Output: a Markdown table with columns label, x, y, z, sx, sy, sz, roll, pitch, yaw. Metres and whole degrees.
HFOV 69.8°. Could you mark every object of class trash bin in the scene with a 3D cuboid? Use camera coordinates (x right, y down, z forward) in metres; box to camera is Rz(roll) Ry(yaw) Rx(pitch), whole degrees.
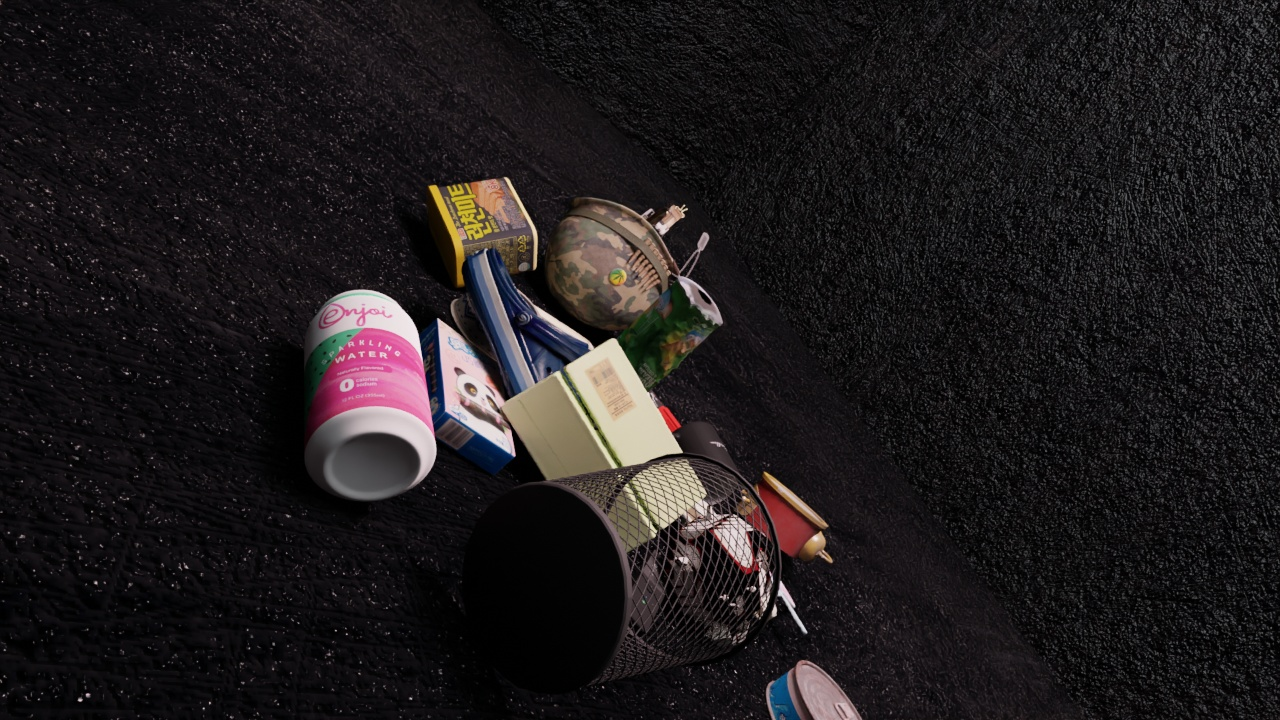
| label | x | y | z | sx | sy | sz | roll | pitch | yaw |
| --- | --- | --- | --- | --- | --- | --- | --- | --- | --- |
| trash bin | -0.016 | 0.165 | 0.721 | 0.184 | 0.184 | 0.209 | 55 | 22 | 23 |

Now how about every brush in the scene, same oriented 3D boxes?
| label | x | y | z | sx | sy | sz | roll | pitch | yaw |
| --- | --- | --- | --- | --- | --- | --- | --- | --- | --- |
| brush | -0.131 | -0.060 | 1.256 | 0.217 | 0.012 | 0.033 | 34 | 21 | -47 |

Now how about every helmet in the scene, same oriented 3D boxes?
| label | x | y | z | sx | sy | sz | roll | pitch | yaw |
| --- | --- | --- | --- | --- | --- | --- | --- | --- | --- |
| helmet | -0.023 | -0.154 | 1.366 | 0.224 | 0.236 | 0.193 | 32 | -14 | -19 |

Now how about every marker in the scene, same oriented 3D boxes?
| label | x | y | z | sx | sy | sz | roll | pitch | yaw |
| --- | --- | --- | --- | --- | --- | --- | --- | --- | --- |
| marker | 0.009 | 0.049 | 1.349 | 0.145 | 0.024 | 0.021 | 53 | 24 | 18 |

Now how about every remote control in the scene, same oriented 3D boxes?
| label | x | y | z | sx | sy | sz | roll | pitch | yaw |
| --- | --- | --- | --- | --- | --- | --- | --- | --- | --- |
| remote control | 0.007 | 0.230 | 0.915 | 0.034 | 0.013 | 0.149 | 49 | 15 | 2 |

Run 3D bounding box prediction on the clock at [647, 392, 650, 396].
| label | x | y | z | sx | sy | sz | roll | pitch | yaw |
| --- | --- | --- | --- | --- | --- | --- | --- | --- | --- |
| clock | -0.025 | 0.036 | 1.247 | 0.091 | 0.044 | 0.122 | 36 | 19 | -37 |

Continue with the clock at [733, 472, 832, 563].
| label | x | y | z | sx | sy | sz | roll | pitch | yaw |
| --- | --- | --- | --- | --- | --- | --- | --- | --- | --- |
| clock | 0.209 | 0.240 | 1.317 | 0.159 | 0.081 | 0.117 | 40 | 4 | 5 |

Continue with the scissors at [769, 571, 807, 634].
| label | x | y | z | sx | sy | sz | roll | pitch | yaw |
| --- | --- | --- | --- | --- | --- | --- | --- | --- | --- |
| scissors | 0.174 | 0.288 | 1.169 | 0.168 | 0.014 | 0.170 | 53 | 0 | -44 |

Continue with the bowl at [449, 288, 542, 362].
| label | x | y | z | sx | sy | sz | roll | pitch | yaw |
| --- | --- | --- | --- | --- | --- | --- | --- | --- | --- |
| bowl | -0.156 | -0.046 | 1.056 | 0.115 | 0.059 | 0.115 | 44 | 16 | -16 |

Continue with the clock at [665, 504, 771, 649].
| label | x | y | z | sx | sy | sz | roll | pitch | yaw |
| --- | --- | --- | --- | --- | --- | --- | --- | --- | --- |
| clock | 0.097 | 0.235 | 0.968 | 0.155 | 0.065 | 0.114 | 58 | 46 | -21 |

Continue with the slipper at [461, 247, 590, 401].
| label | x | y | z | sx | sy | sz | roll | pitch | yaw |
| --- | --- | --- | --- | --- | --- | --- | --- | --- | --- |
| slipper | -0.102 | -0.007 | 0.948 | 0.253 | 0.095 | 0.105 | 64 | -2 | 1 |

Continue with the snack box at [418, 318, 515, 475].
| label | x | y | z | sx | sy | sz | roll | pitch | yaw |
| --- | --- | --- | --- | --- | --- | --- | --- | --- | --- |
| snack box | -0.169 | 0.033 | 0.878 | 0.088 | 0.033 | 0.154 | 40 | 17 | -35 |

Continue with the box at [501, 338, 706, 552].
| label | x | y | z | sx | sy | sz | roll | pitch | yaw |
| --- | --- | --- | --- | --- | --- | --- | --- | --- | --- |
| box | -0.031 | 0.088 | 0.887 | 0.188 | 0.140 | 0.048 | 61 | -16 | -3 |

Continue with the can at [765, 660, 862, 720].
| label | x | y | z | sx | sy | sz | roll | pitch | yaw |
| --- | --- | --- | --- | --- | --- | --- | --- | --- | --- |
| can | 0.193 | 0.389 | 0.977 | 0.130 | 0.044 | 0.129 | 44 | 16 | -16 |

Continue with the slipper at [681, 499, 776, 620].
| label | x | y | z | sx | sy | sz | roll | pitch | yaw |
| --- | --- | --- | --- | --- | --- | --- | --- | --- | --- |
| slipper | 0.064 | 0.196 | 1.078 | 0.272 | 0.054 | 0.114 | 53 | 12 | 1 |

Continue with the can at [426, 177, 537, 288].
| label | x | y | z | sx | sy | sz | roll | pitch | yaw |
| --- | --- | --- | --- | --- | --- | --- | --- | --- | --- |
| can | -0.193 | -0.159 | 1.114 | 0.101 | 0.073 | 0.130 | -13 | 50 | -20 |

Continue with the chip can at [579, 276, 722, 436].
| label | x | y | z | sx | sy | sz | roll | pitch | yaw |
| --- | --- | --- | --- | --- | --- | --- | --- | --- | --- |
| chip can | -0.006 | 0.004 | 1.031 | 0.075 | 0.224 | 0.075 | 41 | 18 | -16 |

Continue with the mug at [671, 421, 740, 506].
| label | x | y | z | sx | sy | sz | roll | pitch | yaw |
| --- | --- | --- | --- | --- | --- | --- | --- | --- | --- |
| mug | 0.069 | 0.132 | 1.209 | 0.113 | 0.078 | 0.088 | 28 | 25 | -43 |

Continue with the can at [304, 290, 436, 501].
| label | x | y | z | sx | sy | sz | roll | pitch | yaw |
| --- | --- | --- | --- | --- | --- | --- | --- | --- | --- |
| can | -0.206 | 0.023 | 0.690 | 0.088 | 0.088 | 0.165 | 36 | 19 | -38 |
